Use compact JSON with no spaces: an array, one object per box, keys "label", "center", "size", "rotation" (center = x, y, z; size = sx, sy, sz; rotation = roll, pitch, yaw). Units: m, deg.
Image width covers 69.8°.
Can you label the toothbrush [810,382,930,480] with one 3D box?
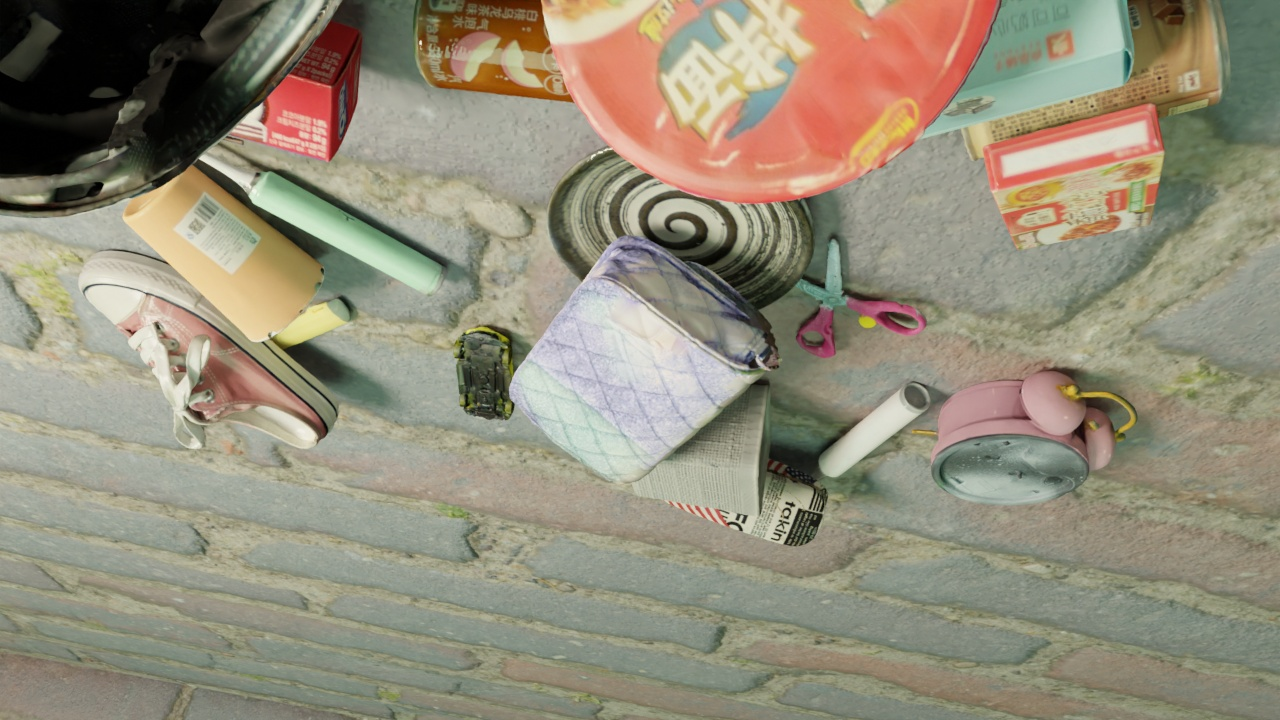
[{"label":"toothbrush","center":[0.185,0.082,0.823],"size":[0.026,0.026,0.222],"rotation":[-6,153,-25]}]

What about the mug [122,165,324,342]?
[{"label":"mug","center":[-0.301,-0.081,0.662],"size":[0.078,0.078,0.123],"rotation":[-13,136,30]}]

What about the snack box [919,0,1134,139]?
[{"label":"snack box","center":[0.132,-0.149,0.437],"size":[0.175,0.074,0.051],"rotation":[-10,172,28]}]

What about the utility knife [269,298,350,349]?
[{"label":"utility knife","center":[-0.331,-0.017,0.812],"size":[0.221,0.022,0.031],"rotation":[-20,133,28]}]

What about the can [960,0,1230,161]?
[{"label":"can","center":[0.219,-0.140,0.453],"size":[0.116,0.058,0.058],"rotation":[-11,142,27]}]

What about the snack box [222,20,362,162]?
[{"label":"snack box","center":[-0.259,-0.168,0.484],"size":[0.207,0.057,0.058],"rotation":[14,142,-10]}]

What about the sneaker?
[{"label":"sneaker","center":[-0.372,0.008,0.778],"size":[0.119,0.087,0.241],"rotation":[-25,122,39]}]

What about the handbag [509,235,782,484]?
[{"label":"handbag","center":[-0.004,0.004,0.656],"size":[0.134,0.075,0.194],"rotation":[38,141,-5]}]

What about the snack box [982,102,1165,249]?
[{"label":"snack box","center":[0.232,-0.092,0.491],"size":[0.075,0.025,0.152],"rotation":[-11,171,25]}]

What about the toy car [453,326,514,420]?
[{"label":"toy car","center":[-0.132,0.009,0.790],"size":[0.048,0.032,0.105],"rotation":[8,135,3]}]

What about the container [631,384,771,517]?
[{"label":"container","center":[0.051,0.073,0.790],"size":[0.114,0.090,0.090],"rotation":[4,146,12]}]

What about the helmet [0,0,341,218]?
[{"label":"helmet","center":[-0.226,-0.198,0.364],"size":[0.230,0.274,0.157],"rotation":[28,-173,-23]}]

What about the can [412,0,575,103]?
[{"label":"can","center":[-0.040,-0.165,0.481],"size":[0.147,0.057,0.058],"rotation":[7,147,3]}]

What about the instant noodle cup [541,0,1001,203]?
[{"label":"instant noodle cup","center":[0.055,-0.168,0.392],"size":[0.194,0.065,0.194],"rotation":[7,110,20]}]

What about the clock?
[{"label":"clock","center":[0.309,0.060,0.731],"size":[0.117,0.059,0.159],"rotation":[34,141,-31]}]

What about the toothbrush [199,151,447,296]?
[{"label":"toothbrush","center":[-0.238,-0.107,0.647],"size":[0.224,0.027,0.027],"rotation":[29,128,-27]}]

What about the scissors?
[{"label":"scissors","center":[0.138,-0.039,0.666],"size":[0.133,0.017,0.131],"rotation":[23,147,-12]}]

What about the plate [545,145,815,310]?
[{"label":"plate","center":[0.027,-0.088,0.613],"size":[0.179,0.024,0.180],"rotation":[8,148,5]}]

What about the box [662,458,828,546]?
[{"label":"box","center":[0.096,0.111,0.867],"size":[0.163,0.083,0.075],"rotation":[17,111,10]}]
